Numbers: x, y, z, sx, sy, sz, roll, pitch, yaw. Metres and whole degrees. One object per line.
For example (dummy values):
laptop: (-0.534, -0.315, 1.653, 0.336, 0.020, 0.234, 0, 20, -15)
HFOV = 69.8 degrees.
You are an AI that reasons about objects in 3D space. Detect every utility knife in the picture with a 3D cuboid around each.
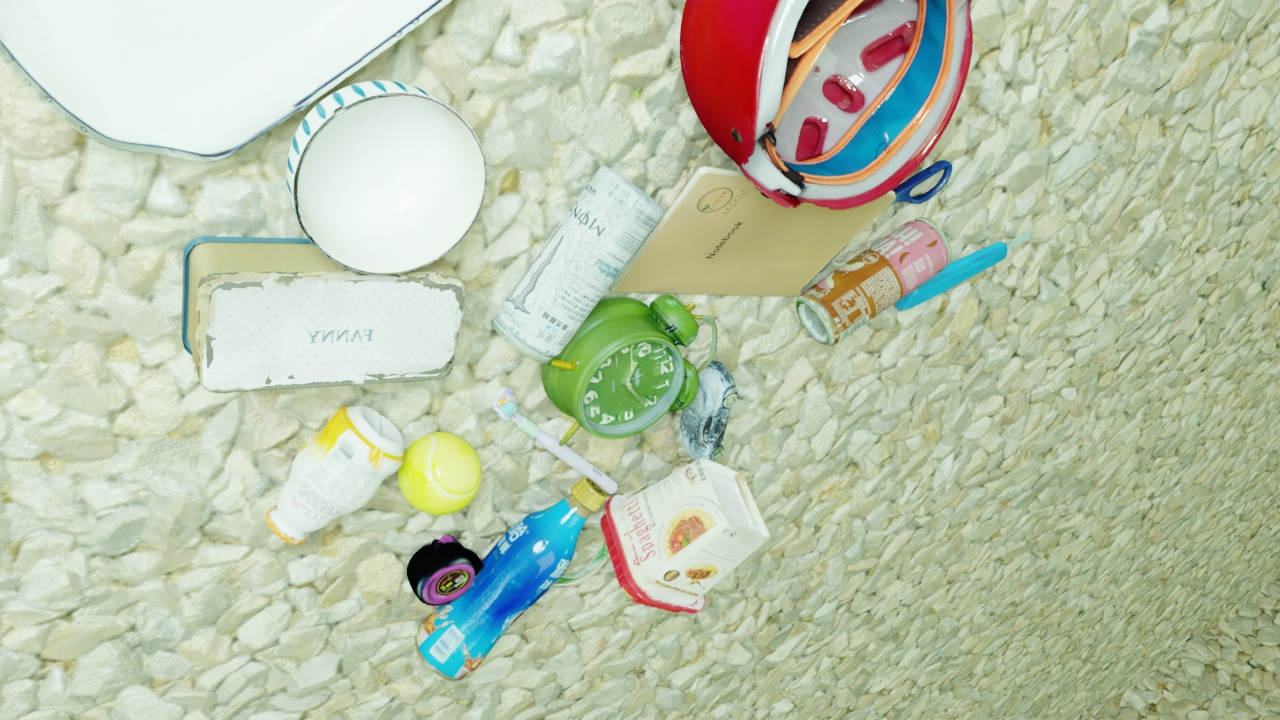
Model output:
utility knife: (0.347, -0.100, 0.968, 0.187, 0.018, 0.034, -25, 145, -18)

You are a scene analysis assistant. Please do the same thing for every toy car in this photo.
toy car: (0.060, 0.049, 0.858, 0.031, 0.049, 0.106, -13, 128, -33)

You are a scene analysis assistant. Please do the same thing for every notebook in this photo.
notebook: (0.094, -0.098, 0.755, 0.207, 0.008, 0.148, -1, 149, -35)

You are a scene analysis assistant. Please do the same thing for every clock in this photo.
clock: (-0.005, 0.005, 0.773, 0.161, 0.056, 0.116, -22, 133, -21)

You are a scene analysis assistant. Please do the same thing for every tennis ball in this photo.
tennis ball: (-0.158, 0.089, 0.723, 0.065, 0.065, 0.066, -19, 131, -23)

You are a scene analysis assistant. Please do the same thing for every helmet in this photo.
helmet: (0.121, -0.219, 0.633, 0.207, 0.144, 0.239, -51, 150, 9)

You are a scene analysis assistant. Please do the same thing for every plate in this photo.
plate: (-0.203, -0.219, 0.477, 0.265, 0.034, 0.162, -38, 136, -5)

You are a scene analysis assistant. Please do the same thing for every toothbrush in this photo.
toothbrush: (-0.069, 0.078, 0.812, 0.021, 0.029, 0.189, -11, 146, 26)

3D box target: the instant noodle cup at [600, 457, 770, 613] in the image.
instant noodle cup: (0.044, 0.162, 0.871, 0.124, 0.116, 0.116, -40, 139, 22)

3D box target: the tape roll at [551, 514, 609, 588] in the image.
tape roll: (-0.066, 0.188, 0.901, 0.085, 0.014, 0.086, -18, 131, -23)

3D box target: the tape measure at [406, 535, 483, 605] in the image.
tape measure: (-0.175, 0.184, 0.804, 0.057, 0.039, 0.058, -49, 141, 6)

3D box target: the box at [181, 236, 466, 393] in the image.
box: (-0.210, -0.030, 0.601, 0.184, 0.061, 0.090, 0, 122, -33)

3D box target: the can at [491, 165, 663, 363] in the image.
can: (-0.047, -0.070, 0.684, 0.058, 0.058, 0.147, 28, 104, -44)

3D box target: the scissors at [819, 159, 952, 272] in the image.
scissors: (0.226, -0.151, 0.849, 0.160, 0.012, 0.164, -1, 124, -34)

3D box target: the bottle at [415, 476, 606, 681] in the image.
bottle: (-0.114, 0.194, 0.837, 0.219, 0.065, 0.065, -48, 136, 4)

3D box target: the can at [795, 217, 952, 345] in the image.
can: (0.220, -0.075, 0.869, 0.147, 0.058, 0.058, -34, 135, -9)

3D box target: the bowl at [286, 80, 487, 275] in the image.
bowl: (-0.160, -0.118, 0.562, 0.116, 0.066, 0.117, -19, 133, -23)

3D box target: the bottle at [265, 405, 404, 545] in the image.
bottle: (-0.226, 0.086, 0.674, 0.108, 0.063, 0.063, -47, 136, 3)
